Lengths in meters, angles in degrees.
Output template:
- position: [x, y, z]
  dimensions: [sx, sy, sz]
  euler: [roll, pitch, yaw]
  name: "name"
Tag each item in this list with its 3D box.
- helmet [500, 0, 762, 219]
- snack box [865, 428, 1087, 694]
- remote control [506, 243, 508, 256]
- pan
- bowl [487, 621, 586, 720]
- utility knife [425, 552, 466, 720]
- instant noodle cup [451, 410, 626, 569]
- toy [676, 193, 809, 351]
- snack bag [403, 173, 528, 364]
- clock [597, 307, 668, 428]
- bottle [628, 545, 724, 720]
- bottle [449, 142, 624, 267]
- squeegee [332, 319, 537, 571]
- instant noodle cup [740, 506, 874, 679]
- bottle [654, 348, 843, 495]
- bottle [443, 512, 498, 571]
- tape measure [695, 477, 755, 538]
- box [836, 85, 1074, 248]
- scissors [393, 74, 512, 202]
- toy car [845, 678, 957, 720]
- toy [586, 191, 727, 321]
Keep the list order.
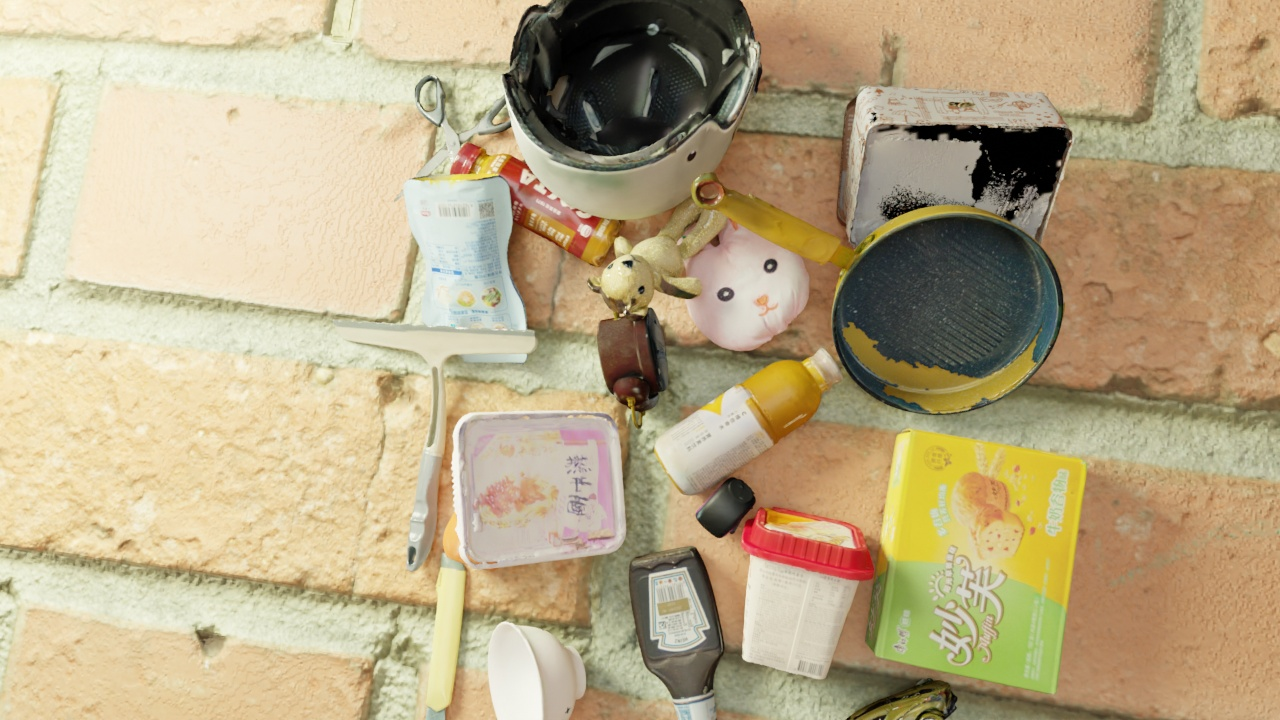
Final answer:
- position: [-0.008, -0.237, 0.870]
  dimensions: [0.230, 0.157, 0.273]
  euler: [11, 54, 6]
  name: "helmet"
- position: [0.302, 0.178, 0.833]
  dimensions: [0.158, 0.070, 0.210]
  euler: [10, 84, 7]
  name: "snack box"
- position: [-0.162, -0.120, 0.947]
  dimensions: [0.049, 0.024, 0.125]
  euler: [1, 84, 7]
  name: "remote control"
- position: [0.201, -0.074, 0.802]
  dimensions: [0.357, 0.078, 0.198]
  euler: [29, 117, -8]
  name: "pan"
- position: [-0.091, 0.300, 0.861]
  dimensions: [0.064, 0.119, 0.118]
  euler: [-2, 81, -33]
  name: "bowl"
- position: [-0.197, 0.300, 0.903]
  dimensions: [0.031, 0.022, 0.216]
  euler: [4, 77, 8]
  name: "utility knife"
- position: [-0.102, 0.118, 0.857]
  dimensions: [0.173, 0.060, 0.138]
  euler: [2, 80, -38]
  name: "instant noodle cup"
- position: [0.090, -0.089, 0.901]
  dimensions: [0.121, 0.054, 0.159]
  euler: [-34, 73, 1]
  name: "toy"
- position: [-0.171, -0.086, 0.905]
  dimensions: [0.110, 0.038, 0.191]
  euler: [-3, 111, 5]
  name: "snack bag"
- position: [-0.005, 0.005, 0.884]
  dimensions: [0.055, 0.082, 0.122]
  euler: [-9, 78, 10]
  name: "clock"
- position: [0.041, 0.278, 0.866]
  dimensions: [0.080, 0.044, 0.194]
  euler: [-13, 83, 5]
  name: "bottle"
- position: [-0.104, -0.158, 0.913]
  dimensions: [0.175, 0.057, 0.057]
  euler: [29, 87, -1]
  name: "bottle"
- position: [-0.211, 0.087, 0.921]
  dimensions: [0.247, 0.039, 0.246]
  euler: [3, 89, 25]
  name: "squeegee"
- position: [0.142, 0.209, 0.833]
  dimensions: [0.117, 0.116, 0.124]
  euler: [12, 96, 8]
  name: "instant noodle cup"
- position: [0.104, 0.055, 0.872]
  dimensions: [0.189, 0.068, 0.068]
  euler: [-34, 81, 2]
  name: "bottle"
- position: [-0.143, 0.128, 0.899]
  dimensions: [0.067, 0.067, 0.149]
  euler: [16, 78, 8]
  name: "bottle"
- position: [0.083, 0.141, 0.870]
  dimensions: [0.039, 0.057, 0.057]
  euler: [44, 81, 9]
  name: "tape measure"
- position: [0.285, -0.191, 0.870]
  dimensions: [0.182, 0.152, 0.174]
  euler: [4, 41, 3]
  name: "box"
- position: [-0.190, -0.227, 0.956]
  dimensions: [0.159, 0.014, 0.179]
  euler: [-17, 73, -1]
  name: "scissors"
- position: [0.212, 0.335, 0.825]
  dimensions: [0.158, 0.070, 0.042]
  euler: [-30, 80, 2]
  name: "toy car"
- position: [0.022, -0.103, 0.863]
  dimensions: [0.105, 0.066, 0.157]
  euler: [35, 65, 19]
  name: "toy"
